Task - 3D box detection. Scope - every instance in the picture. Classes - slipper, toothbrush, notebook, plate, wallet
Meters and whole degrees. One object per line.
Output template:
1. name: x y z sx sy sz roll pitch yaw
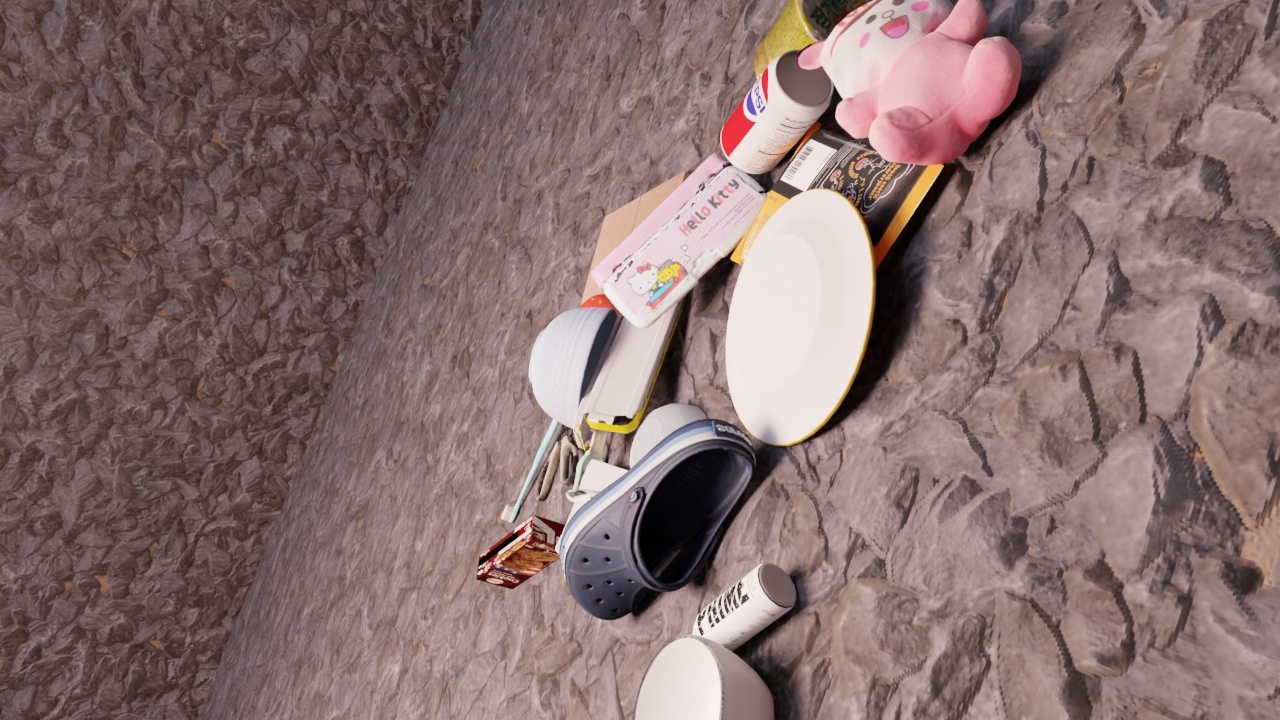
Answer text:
1. slipper: 0.010 0.157 0.831 0.253 0.105 0.095 -52 29 27
2. toothbrush: -0.142 0.139 1.212 0.181 0.016 0.016 -63 16 17
3. notebook: -0.011 -0.157 1.225 0.210 0.008 0.141 -16 56 57
4. plate: 0.127 -0.039 0.810 0.230 0.021 0.230 -171 90 -67
5. wallet: -0.042 0.171 1.007 0.086 0.032 0.116 16 81 53
6. toothbrush: -0.021 0.147 0.956 0.189 0.017 0.016 -1 64 49

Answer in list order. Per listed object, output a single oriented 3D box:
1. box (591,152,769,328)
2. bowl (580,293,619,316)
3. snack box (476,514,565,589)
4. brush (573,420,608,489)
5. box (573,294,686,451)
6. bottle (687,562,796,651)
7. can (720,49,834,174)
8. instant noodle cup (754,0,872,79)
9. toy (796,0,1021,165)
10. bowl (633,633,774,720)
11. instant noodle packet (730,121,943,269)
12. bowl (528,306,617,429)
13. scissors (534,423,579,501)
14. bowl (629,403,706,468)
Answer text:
1. box: 0.049 -0.125 1.010 0.201 0.103 0.101 -44 -14 3
2. bowl: -0.058 -0.037 1.177 0.131 0.045 0.130 -43 35 40
3. snack box: -0.144 0.235 1.115 0.141 0.051 0.031 -41 37 42
4. brush: -0.041 0.064 1.084 0.012 0.033 0.217 -18 52 57
5. box: -0.007 0.006 1.038 0.084 0.080 0.209 8 56 21
6. bottle: 0.075 0.209 0.744 0.116 0.041 0.041 -48 32 33
7. can: 0.135 -0.247 0.924 0.132 0.070 0.070 136 149 -66
8. instant noodle cup: 0.171 -0.322 0.933 0.108 0.102 0.102 -36 39 60
9. toy: 0.223 -0.246 0.773 0.142 0.084 0.213 -35 40 14
10. bowl: 0.052 0.275 0.706 0.117 0.065 0.116 -42 36 40
11. instant noodle packet: 0.168 -0.131 0.846 0.160 0.032 0.220 -59 28 11
12. bowl: -0.083 0.003 1.062 0.150 0.075 0.150 16 -91 -82
13. scissors: -0.100 0.110 1.175 0.158 0.012 0.169 -62 23 13
14. bowl: 0.022 0.089 0.936 0.107 0.039 0.106 -42 36 40
